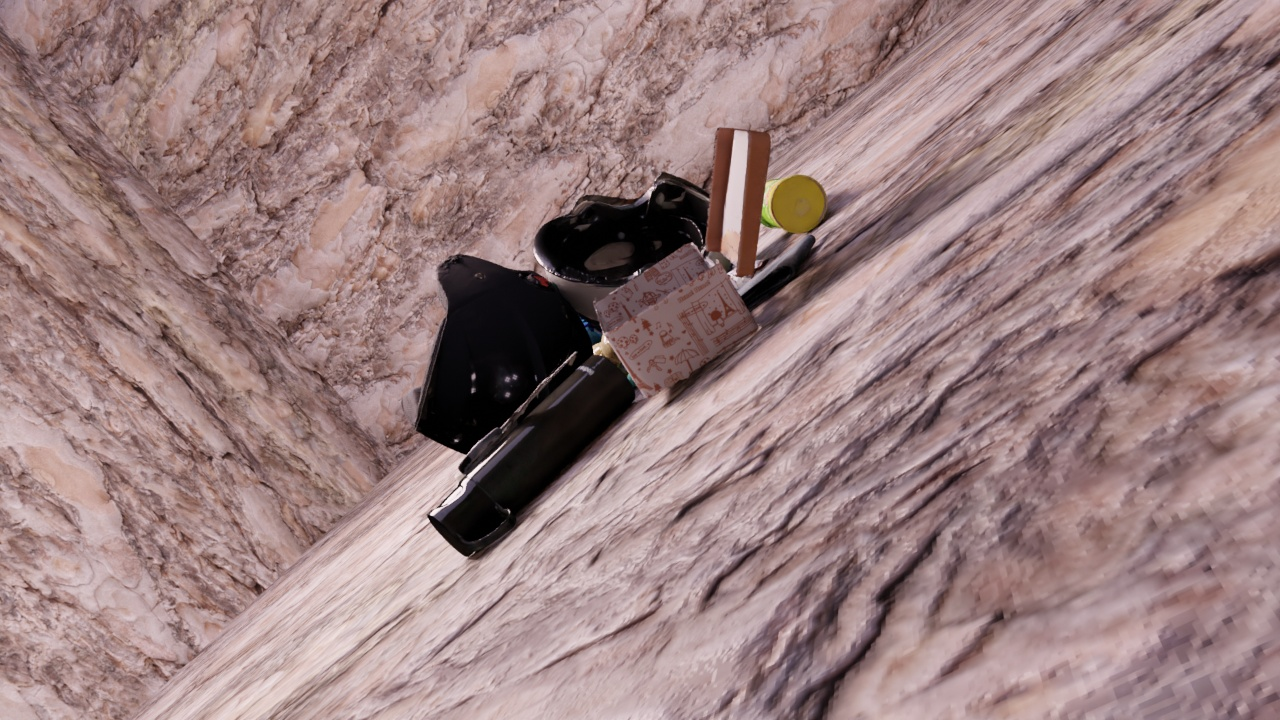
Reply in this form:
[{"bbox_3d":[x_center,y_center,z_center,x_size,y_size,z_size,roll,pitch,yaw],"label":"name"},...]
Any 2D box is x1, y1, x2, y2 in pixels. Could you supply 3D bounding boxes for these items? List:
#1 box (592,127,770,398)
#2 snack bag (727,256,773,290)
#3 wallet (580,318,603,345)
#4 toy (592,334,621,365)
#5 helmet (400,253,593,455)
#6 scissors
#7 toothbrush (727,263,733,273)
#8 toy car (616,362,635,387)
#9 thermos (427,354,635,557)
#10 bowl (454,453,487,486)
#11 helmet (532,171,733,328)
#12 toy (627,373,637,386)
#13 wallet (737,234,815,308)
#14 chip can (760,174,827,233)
[{"bbox_3d":[0.059,-0.097,0.904,0.273,0.130,0.179,-59,12,10],"label":"box"},{"bbox_3d":[0.118,-0.098,1.118,0.045,0.026,0.106,-32,2,-38],"label":"snack bag"},{"bbox_3d":[-0.083,-0.027,1.357,0.106,0.040,0.133,-21,-20,19],"label":"wallet"},{"bbox_3d":[-0.061,-0.003,1.302,0.158,0.066,0.104,-22,5,44],"label":"toy"},{"bbox_3d":[-0.168,0.007,1.155,0.273,0.230,0.234,-44,-18,-55],"label":"helmet"},{"bbox_3d":[-0.128,0.058,0.940,0.165,0.014,0.163,-43,-3,-21],"label":"scissors"},{"bbox_3d":[0.153,-0.170,1.427,0.016,0.018,0.180,-39,5,32],"label":"toothbrush"},{"bbox_3d":[-0.006,0.006,1.084,0.090,0.035,0.042,-43,9,-28],"label":"toy car"},{"bbox_3d":[-0.101,0.099,0.938,0.090,0.068,0.242,20,56,44],"label":"thermos"},{"bbox_3d":[-0.168,0.134,1.029,0.113,0.062,0.113,-38,9,7],"label":"bowl"},{"bbox_3d":[0.000,-0.127,1.255,0.273,0.157,0.230,-24,42,-14],"label":"helmet"},{"bbox_3d":[0.019,0.001,1.013,0.091,0.030,0.097,-40,6,-35],"label":"toy"},{"bbox_3d":[0.134,-0.086,1.003,0.121,0.019,0.097,-37,6,35],"label":"wallet"},{"bbox_3d":[0.194,-0.209,1.223,0.072,0.072,0.221,-39,7,7],"label":"chip can"}]
